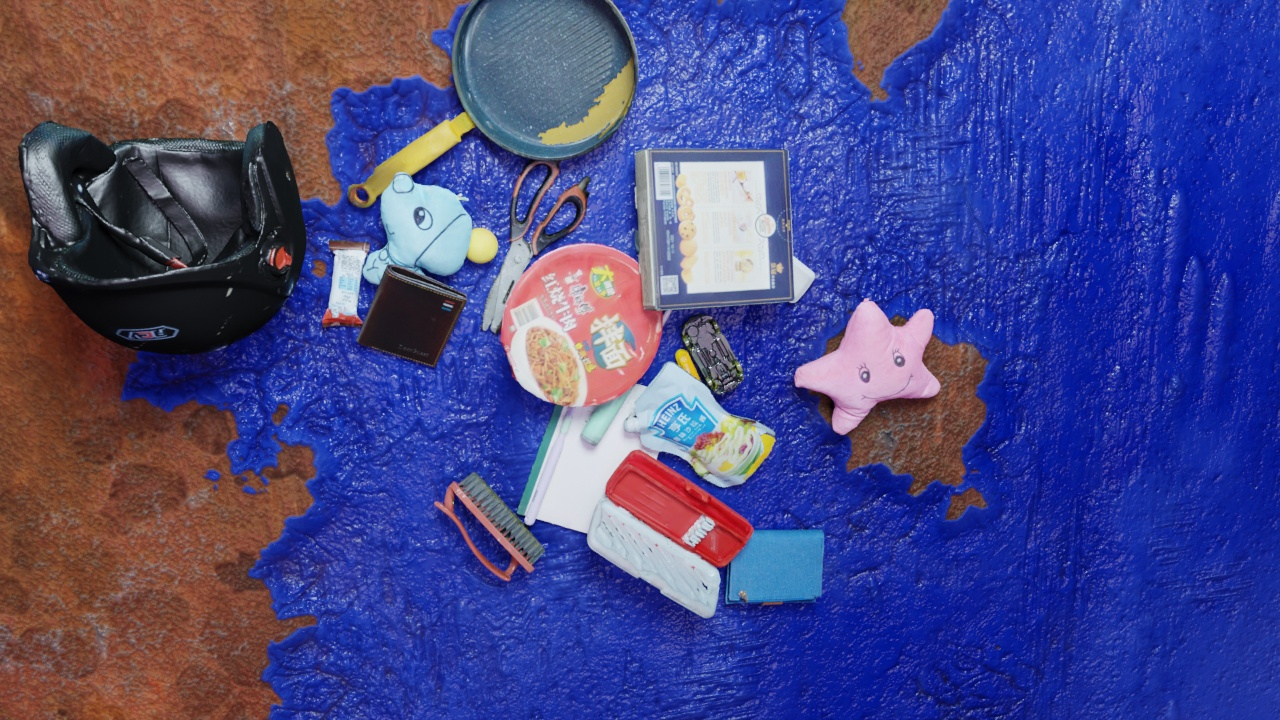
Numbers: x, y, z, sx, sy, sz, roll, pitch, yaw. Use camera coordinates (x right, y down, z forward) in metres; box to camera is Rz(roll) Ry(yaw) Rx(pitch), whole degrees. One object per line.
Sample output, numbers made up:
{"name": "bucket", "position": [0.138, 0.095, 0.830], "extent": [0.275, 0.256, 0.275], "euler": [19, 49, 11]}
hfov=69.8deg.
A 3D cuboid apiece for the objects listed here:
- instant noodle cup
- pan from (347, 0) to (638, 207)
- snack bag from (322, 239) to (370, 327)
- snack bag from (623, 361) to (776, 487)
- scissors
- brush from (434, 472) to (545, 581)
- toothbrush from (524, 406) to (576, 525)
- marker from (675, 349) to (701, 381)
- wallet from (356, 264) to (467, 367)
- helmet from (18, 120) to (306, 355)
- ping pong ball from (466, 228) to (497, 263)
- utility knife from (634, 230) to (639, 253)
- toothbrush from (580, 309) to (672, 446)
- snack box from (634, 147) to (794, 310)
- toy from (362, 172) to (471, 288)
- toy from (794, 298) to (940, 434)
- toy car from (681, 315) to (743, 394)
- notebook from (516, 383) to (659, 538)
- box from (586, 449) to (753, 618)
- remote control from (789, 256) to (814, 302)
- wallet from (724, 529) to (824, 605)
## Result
{"name": "instant noodle cup", "position": [-0.074, -0.045, 1.077], "extent": [0.193, 0.066, 0.194], "euler": [-6, 107, -19]}
{"name": "pan", "position": [-0.169, -0.271, 0.992], "extent": [0.358, 0.078, 0.198], "euler": [-27, 115, 17]}
{"name": "snack bag", "position": [-0.336, -0.086, 1.045], "extent": [0.048, 0.026, 0.104], "euler": [1, 105, -23]}
{"name": "snack bag", "position": [0.073, 0.087, 1.154], "extent": [0.191, 0.038, 0.110], "euler": [32, 116, -25]}
{"name": "scissors", "position": [-0.125, -0.129, 1.078], "extent": [0.192, 0.015, 0.207], "euler": [-15, 109, -7]}
{"name": "brush", "position": [-0.189, 0.207, 1.139], "extent": [0.069, 0.063, 0.146], "euler": [-42, 108, -11]}
{"name": "toothbrush", "position": [-0.110, 0.121, 1.142], "extent": [0.021, 0.029, 0.189], "euler": [6, 108, -49]}
{"name": "marker", "position": [0.074, 0.041, 1.165], "extent": [0.018, 0.015, 0.124], "euler": [-24, 111, 3]}
{"name": "wallet", "position": [-0.261, -0.048, 1.049], "extent": [0.096, 0.020, 0.123], "euler": [22, 130, -16]}
{"name": "helmet", "position": [-0.448, -0.115, 0.894], "extent": [0.233, 0.274, 0.231], "euler": [-1, 133, 0]}
{"name": "ping pong ball", "position": [-0.184, -0.132, 1.053], "extent": [0.040, 0.040, 0.040], "euler": [-3, 106, -10]}
{"name": "utility knife", "position": [0.070, -0.112, 1.120], "extent": [0.179, 0.013, 0.029], "euler": [22, 102, -16]}
{"name": "toothbrush", "position": [-0.007, 0.007, 1.124], "extent": [0.027, 0.026, 0.224], "euler": [33, 97, 12]}
{"name": "snack box", "position": [0.087, -0.153, 1.060], "extent": [0.182, 0.046, 0.178], "euler": [-5, 95, -21]}
{"name": "toy", "position": [-0.244, -0.129, 1.023], "extent": [0.156, 0.049, 0.161], "euler": [-29, 122, 11]}
{"name": "toy", "position": [0.287, 0.002, 1.160], "extent": [0.194, 0.074, 0.179], "euler": [-20, 117, -5]}
{"name": "toy car", "position": [0.089, -0.009, 1.145], "extent": [0.048, 0.032, 0.105], "euler": [-30, 103, -1]}
{"name": "notebook", "position": [-0.054, 0.121, 1.166], "extent": [0.150, 0.012, 0.209], "euler": [18, 101, -14]}
{"name": "box", "position": [0.035, 0.220, 1.163], "extent": [0.201, 0.074, 0.154], "euler": [35, 71, -16]}
{"name": "remote control", "position": [0.158, -0.122, 1.129], "extent": [0.125, 0.024, 0.049], "euler": [35, 96, -17]}
{"name": "wallet", "position": [0.181, 0.280, 1.244], "extent": [0.133, 0.040, 0.106], "euler": [1, 97, -9]}
